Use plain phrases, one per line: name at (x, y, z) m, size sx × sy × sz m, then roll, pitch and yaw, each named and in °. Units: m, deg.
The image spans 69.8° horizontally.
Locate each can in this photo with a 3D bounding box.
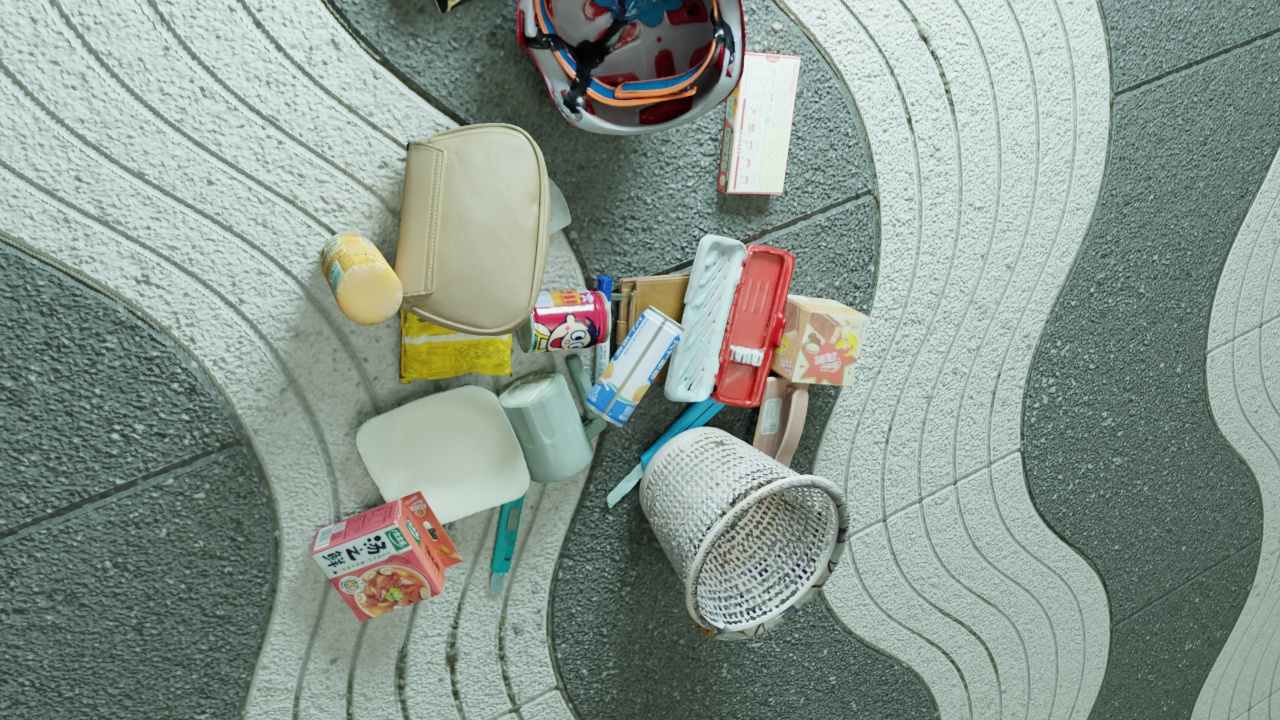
can at (-0.267, -0.081, 0.871) m, size 0.058 × 0.146 × 0.058 m, roll -9°, pitch 113°, yaw -22°
can at (-0.006, 0.006, 1.041) m, size 0.053 × 0.053 × 0.134 m, roll 32°, pitch 93°, yaw -31°
can at (-0.086, -0.044, 1.016) m, size 0.093 × 0.066 × 0.066 m, roll -7°, pitch 112°, yaw -23°

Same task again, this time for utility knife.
utility knife at (-0.159, 0.206, 1.111) m, size 0.029 × 0.013 × 0.178 m, roll 5°, pitch 107°, yaw -26°
utility knife at (0.032, 0.110, 1.161) m, size 0.208 × 0.018 × 0.034 m, roll -44°, pitch 122°, yaw -2°

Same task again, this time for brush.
brush at (0.178, 0.090, 1.189) m, size 0.063 × 0.073 × 0.146 m, roll 0°, pitch 111°, yaw -26°

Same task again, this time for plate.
plate at (-0.216, 0.104, 1.017) m, size 0.164 × 0.034 × 0.164 m, roll -18°, pitch 120°, yaw -2°

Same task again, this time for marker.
marker at (-0.043, -0.027, 1.068) m, size 0.016 × 0.017 × 0.146 m, roll -8°, pitch 116°, yaw -22°

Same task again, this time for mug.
mug at (-0.096, 0.064, 1.055) m, size 0.123 × 0.084 × 0.103 m, roll -41°, pitch 124°, yaw -37°

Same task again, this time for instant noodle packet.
instant noodle packet at (-0.194, -0.030, 0.985) m, size 0.128 × 0.044 × 0.111 m, roll -3°, pitch 117°, yaw -20°

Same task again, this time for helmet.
helmet at (-0.008, -0.348, 0.877) m, size 0.207 × 0.143 × 0.240 m, roll -13°, pitch 123°, yaw 20°

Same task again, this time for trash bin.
trash bin at (0.106, 0.189, 1.112) m, size 0.227 × 0.192 × 0.228 m, roll -15°, pitch 124°, yaw -24°

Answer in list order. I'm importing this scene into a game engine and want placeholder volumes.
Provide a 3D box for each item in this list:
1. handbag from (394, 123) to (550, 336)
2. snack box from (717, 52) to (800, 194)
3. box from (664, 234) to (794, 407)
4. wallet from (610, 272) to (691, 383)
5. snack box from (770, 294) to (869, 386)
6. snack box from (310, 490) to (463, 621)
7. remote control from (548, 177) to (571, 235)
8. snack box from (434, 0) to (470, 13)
handbag at (-0.163, -0.127, 0.907) m, size 0.147 × 0.100 × 0.204 m, roll 6°, pitch 89°, yaw -5°
snack box at (0.136, -0.270, 1.054) m, size 0.077 × 0.027 × 0.156 m, roll -4°, pitch 111°, yaw -24°
box at (0.106, -0.044, 1.107) m, size 0.160 × 0.050 × 0.201 m, roll 6°, pitch 101°, yaw -35°
wallet at (0.017, -0.036, 1.086) m, size 0.119 × 0.035 × 0.131 m, roll -5°, pitch 110°, yaw -22°
snack box at (0.220, -0.025, 1.159) m, size 0.092 × 0.077 × 0.094 m, roll 5°, pitch 108°, yaw -27°
snack box at (-0.280, 0.220, 1.022) m, size 0.127 × 0.044 × 0.113 m, roll -21°, pitch 118°, yaw 5°
remote control at (-0.147, -0.138, 0.977) m, size 0.150 × 0.021 × 0.058 m, roll -31°, pitch 117°, yaw -11°
snack box at (-0.162, -0.408, 0.852) m, size 0.113 × 0.053 × 0.126 m, roll -31°, pitch 114°, yaw -11°
